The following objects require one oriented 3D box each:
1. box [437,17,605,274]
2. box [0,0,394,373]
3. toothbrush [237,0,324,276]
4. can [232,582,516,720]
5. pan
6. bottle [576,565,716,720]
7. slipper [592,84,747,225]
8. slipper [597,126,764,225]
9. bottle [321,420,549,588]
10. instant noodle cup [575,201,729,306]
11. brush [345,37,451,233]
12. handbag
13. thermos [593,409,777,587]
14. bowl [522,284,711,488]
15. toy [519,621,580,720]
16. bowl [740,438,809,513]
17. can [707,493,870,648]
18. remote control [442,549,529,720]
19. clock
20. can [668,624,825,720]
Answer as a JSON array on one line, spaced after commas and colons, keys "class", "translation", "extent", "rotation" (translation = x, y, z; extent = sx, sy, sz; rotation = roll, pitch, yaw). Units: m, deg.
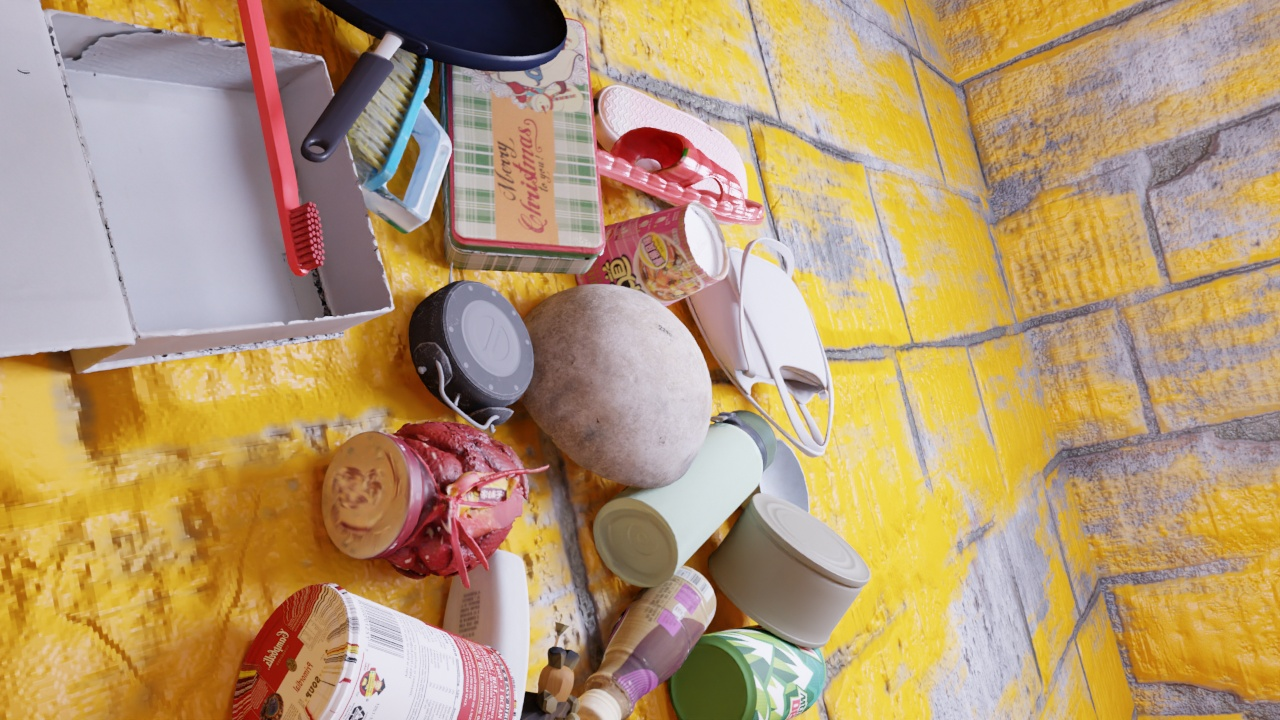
[{"class": "box", "translation": [-0.091, -0.167, 0.686], "extent": [0.117, 0.051, 0.205], "rotation": [2, 72, -17]}, {"class": "box", "translation": [-0.262, -0.081, 0.395], "extent": [0.367, 0.099, 0.166], "rotation": [-14, 87, -64]}, {"class": "toothbrush", "translation": [-0.189, -0.146, 0.471], "extent": [0.012, 0.018, 0.212], "rotation": [9, 65, -69]}, {"class": "can", "translation": [-0.135, 0.175, 0.478], "extent": [0.116, 0.087, 0.086], "rotation": [39, 45, -41]}, {"class": "pan", "translation": [-0.150, -0.207, 0.573], "extent": [0.198, 0.021, 0.355], "rotation": [20, 38, -13]}, {"class": "bottle", "translation": [0.001, 0.218, 0.686], "extent": [0.165, 0.060, 0.059], "rotation": [-38, 107, -56]}, {"class": "slipper", "translation": [0.034, -0.203, 0.933], "extent": [0.221, 0.056, 0.106], "rotation": [22, 58, -38]}, {"class": "slipper", "translation": [0.012, -0.177, 0.813], "extent": [0.248, 0.103, 0.059], "rotation": [12, 104, -35]}, {"class": "bottle", "translation": [-0.116, 0.082, 0.540], "extent": [0.111, 0.099, 0.099], "rotation": [18, 61, -58]}, {"class": "instant noodle cup", "translation": [0.014, -0.088, 0.800], "extent": [0.097, 0.109, 0.097], "rotation": [30, 51, -47]}, {"class": "brush", "translation": [-0.163, -0.158, 0.617], "extent": [0.075, 0.056, 0.135], "rotation": [37, 47, -36]}, {"class": "handbag", "translation": [0.147, -0.005, 0.938], "extent": [0.215, 0.096, 0.222], "rotation": [11, 52, -53]}, {"class": "thermos", "translation": [0.049, 0.105, 0.794], "extent": [0.230, 0.082, 0.082], "rotation": [-30, 101, -56]}, {"class": "bowl", "translation": [-0.004, 0.004, 0.709], "extent": [0.178, 0.081, 0.178], "rotation": [30, 38, -27]}, {"class": "toy", "translation": [-0.060, 0.220, 0.587], "extent": [0.076, 0.063, 0.100], "rotation": [49, 55, -61]}, {"class": "bowl", "translation": [0.131, 0.135, 0.938], "extent": [0.106, 0.039, 0.106], "rotation": [29, 52, -47]}, {"class": "can", "translation": [0.134, 0.186, 0.825], "extent": [0.128, 0.073, 0.127], "rotation": [30, 13, -8]}, {"class": "remote control", "translation": [-0.096, 0.173, 0.562], "extent": [0.028, 0.060, 0.114], "rotation": [30, 48, -43]}, {"class": "clock", "translation": [-0.118, -0.003, 0.622], "extent": [0.091, 0.044, 0.122], "rotation": [46, 36, -31]}, {"class": "can", "translation": [0.095, 0.270, 0.781], "extent": [0.144, 0.083, 0.083], "rotation": [13, 65, -53]}]
